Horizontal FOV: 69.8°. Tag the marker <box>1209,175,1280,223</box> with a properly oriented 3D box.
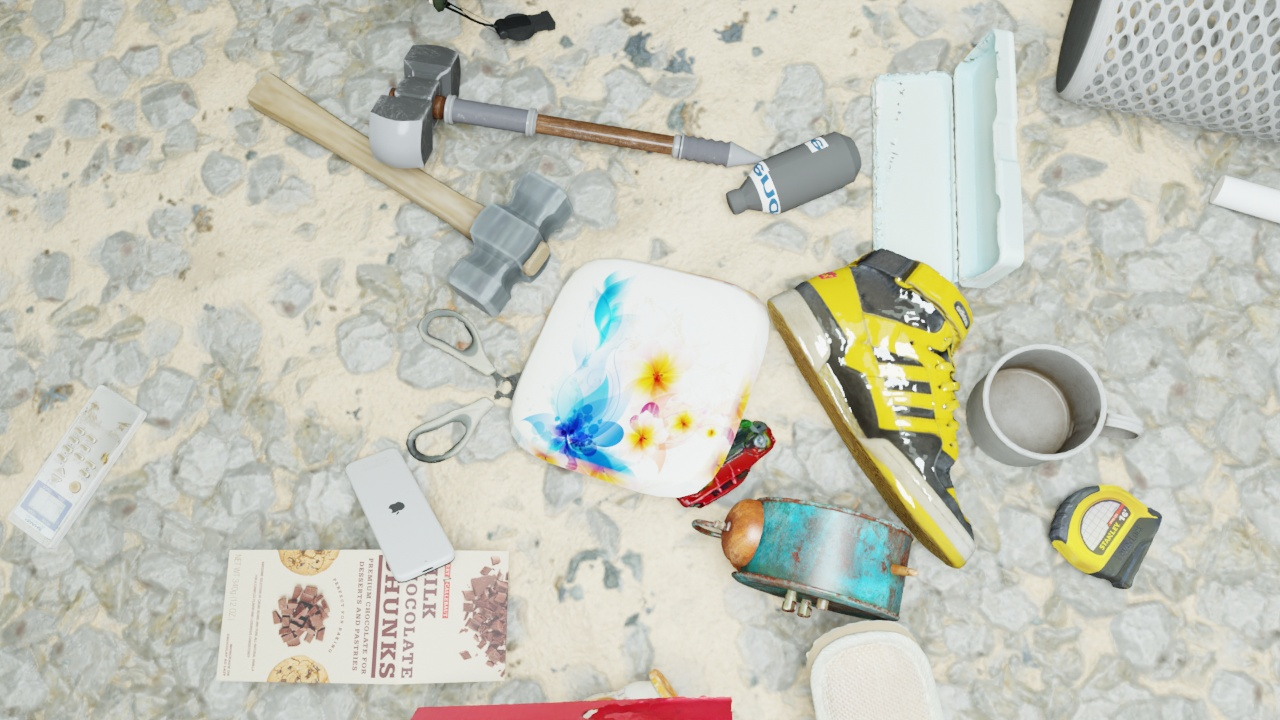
[{"bbox_3d":[0.517,-0.112,0.713,0.133,0.027,0.023,21,80,13],"label":"marker"}]

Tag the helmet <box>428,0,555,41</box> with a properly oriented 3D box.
[{"bbox_3d":[-0.087,-0.382,0.716,0.250,0.256,0.232,-15,79,1],"label":"helmet"}]

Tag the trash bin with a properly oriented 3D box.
[{"bbox_3d":[0.430,-0.255,0.691,0.183,0.156,0.156,13,79,12],"label":"trash bin"}]

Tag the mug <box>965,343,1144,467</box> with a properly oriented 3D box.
[{"bbox_3d":[0.304,0.040,0.678,0.113,0.070,0.084,18,79,10],"label":"mug"}]

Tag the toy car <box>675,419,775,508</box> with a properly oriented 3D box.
[{"bbox_3d":[0.064,0.080,0.712,0.091,0.042,0.036,-38,106,3],"label":"toy car"}]

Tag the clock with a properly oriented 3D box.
[{"bbox_3d":[0.111,0.143,0.653,0.158,0.121,0.073,12,74,14],"label":"clock"}]

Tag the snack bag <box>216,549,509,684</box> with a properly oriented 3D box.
[{"bbox_3d":[-0.203,0.194,0.702,0.206,0.070,0.094,-1,77,6],"label":"snack bag"}]

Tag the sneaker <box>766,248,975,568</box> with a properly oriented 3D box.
[{"bbox_3d":[0.205,0.025,0.681,0.122,0.086,0.238,-32,78,2],"label":"sneaker"}]

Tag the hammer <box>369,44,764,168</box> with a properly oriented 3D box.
[{"bbox_3d":[-0.054,-0.195,0.776,0.322,0.043,0.155,9,43,-1],"label":"hammer"}]

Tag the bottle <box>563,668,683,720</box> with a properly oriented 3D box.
[{"bbox_3d":[-0.021,0.271,0.667,0.109,0.063,0.063,-37,76,-4],"label":"bottle"}]

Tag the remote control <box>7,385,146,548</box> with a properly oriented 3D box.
[{"bbox_3d":[-0.484,0.090,0.789,0.050,0.011,0.135,29,82,12],"label":"remote control"}]

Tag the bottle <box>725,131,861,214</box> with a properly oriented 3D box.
[{"bbox_3d":[0.125,-0.150,0.756,0.112,0.047,0.047,-22,75,1],"label":"bottle"}]

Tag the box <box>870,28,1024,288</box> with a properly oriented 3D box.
[{"bbox_3d":[0.243,-0.155,0.732,0.122,0.078,0.197,-4,74,25],"label":"box"}]

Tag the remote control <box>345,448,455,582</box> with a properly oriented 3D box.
[{"bbox_3d":[-0.187,0.115,0.704,0.045,0.008,0.146,-21,38,-22],"label":"remote control"}]

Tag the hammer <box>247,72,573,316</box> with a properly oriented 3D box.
[{"bbox_3d":[-0.216,-0.165,0.801,0.323,0.051,0.117,32,80,15],"label":"hammer"}]

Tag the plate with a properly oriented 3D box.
[{"bbox_3d":[-0.004,0.004,0.724,0.187,0.016,0.186,15,71,21],"label":"plate"}]

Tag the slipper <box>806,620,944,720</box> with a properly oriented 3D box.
[{"bbox_3d":[0.166,0.304,0.604,0.115,0.052,0.263,-11,96,3],"label":"slipper"}]

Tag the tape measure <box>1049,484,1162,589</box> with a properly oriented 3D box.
[{"bbox_3d":[0.337,0.124,0.672,0.064,0.037,0.065,28,79,11],"label":"tape measure"}]

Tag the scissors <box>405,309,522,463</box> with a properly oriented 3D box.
[{"bbox_3d":[-0.131,0.025,0.763,0.170,0.012,0.157,39,85,13],"label":"scissors"}]
